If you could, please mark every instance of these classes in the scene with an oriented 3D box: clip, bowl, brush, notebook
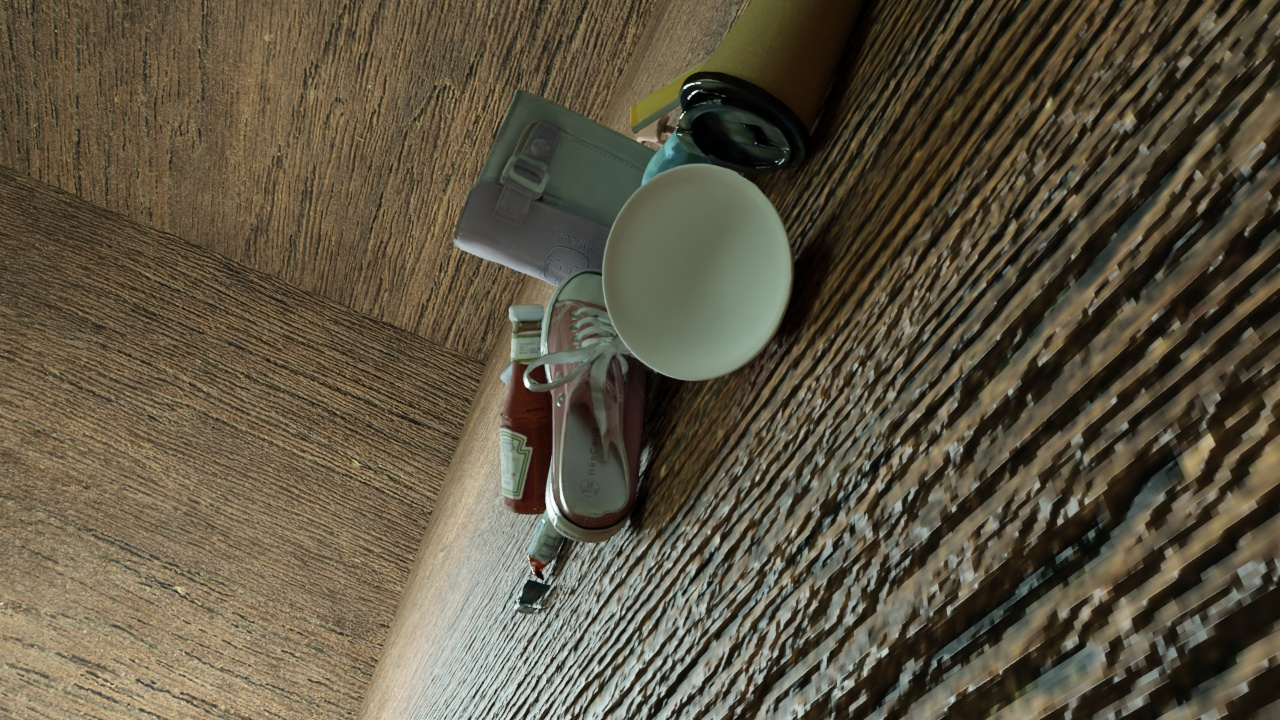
[{"bbox_3d":[-0.100,0.215,0.817,0.058,0.027,0.044,131,152,-57],"label":"clip"},{"bbox_3d":[0.044,-0.049,0.529,0.064,0.118,0.118,-5,-55,-59],"label":"bowl"},{"bbox_3d":[0.036,-0.208,0.878,0.145,0.073,0.063,-113,48,-79],"label":"brush"},{"bbox_3d":[0.053,-0.267,0.870,0.146,0.010,0.206,-30,18,10],"label":"notebook"}]

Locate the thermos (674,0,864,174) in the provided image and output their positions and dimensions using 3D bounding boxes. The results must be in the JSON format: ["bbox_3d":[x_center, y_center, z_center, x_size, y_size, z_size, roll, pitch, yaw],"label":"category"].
[{"bbox_3d":[0.089,-0.195,0.599,0.143,0.093,0.093,-62,10,-10],"label":"thermos"}]

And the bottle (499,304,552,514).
[{"bbox_3d":[-0.110,0.048,0.913,0.060,0.059,0.206,-158,67,-79],"label":"bottle"}]

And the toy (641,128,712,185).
[{"bbox_3d":[0.061,-0.181,0.699,0.156,0.050,0.161,-45,-3,15],"label":"toy"}]

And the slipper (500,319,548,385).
[{"bbox_3d":[-0.065,-0.030,0.994,0.269,0.083,0.110,-39,15,52],"label":"slipper"}]

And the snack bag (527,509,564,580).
[{"bbox_3d":[-0.079,0.150,0.838,0.045,0.026,0.105,146,147,-86],"label":"snack bag"}]

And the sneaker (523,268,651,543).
[{"bbox_3d":[-0.029,0.012,0.679,0.088,0.118,0.240,112,164,-49],"label":"sneaker"}]

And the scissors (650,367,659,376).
[{"bbox_3d":[0.032,-0.078,0.667,0.189,0.015,0.224,82,-162,-63],"label":"scissors"}]

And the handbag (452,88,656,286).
[{"bbox_3d":[-0.047,-0.128,0.799,0.098,0.197,0.145,-128,61,-78],"label":"handbag"}]
